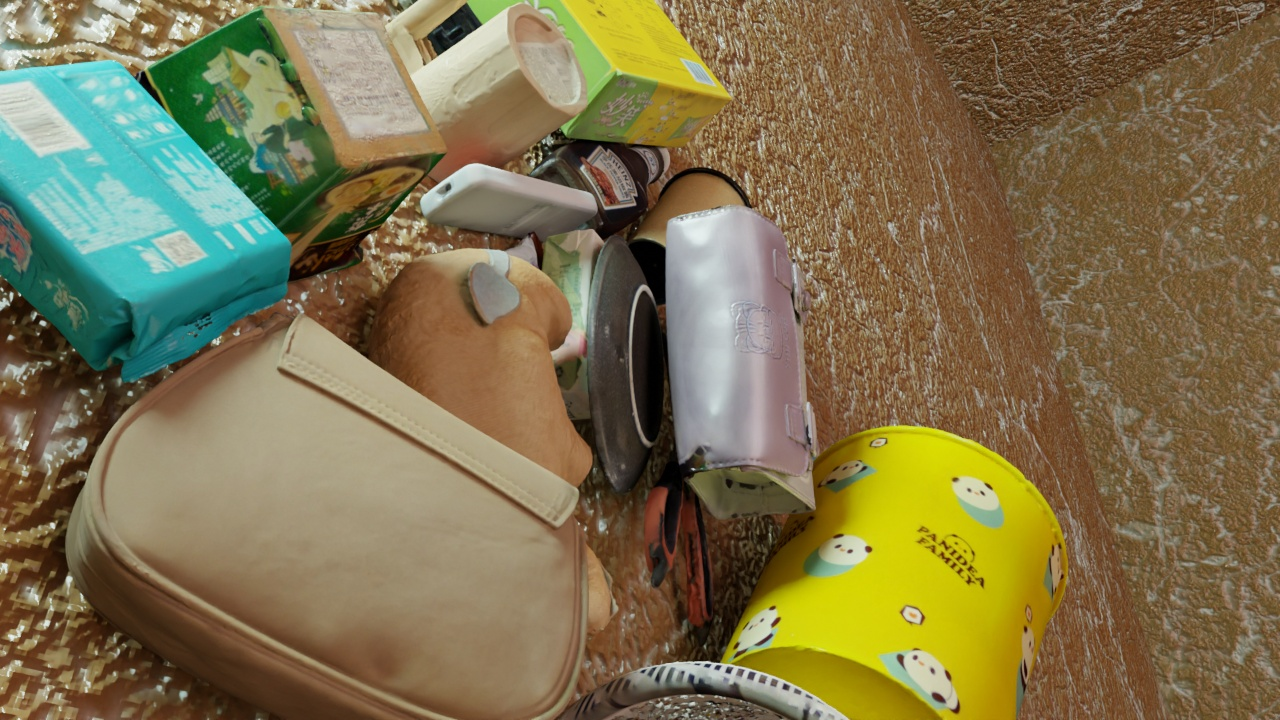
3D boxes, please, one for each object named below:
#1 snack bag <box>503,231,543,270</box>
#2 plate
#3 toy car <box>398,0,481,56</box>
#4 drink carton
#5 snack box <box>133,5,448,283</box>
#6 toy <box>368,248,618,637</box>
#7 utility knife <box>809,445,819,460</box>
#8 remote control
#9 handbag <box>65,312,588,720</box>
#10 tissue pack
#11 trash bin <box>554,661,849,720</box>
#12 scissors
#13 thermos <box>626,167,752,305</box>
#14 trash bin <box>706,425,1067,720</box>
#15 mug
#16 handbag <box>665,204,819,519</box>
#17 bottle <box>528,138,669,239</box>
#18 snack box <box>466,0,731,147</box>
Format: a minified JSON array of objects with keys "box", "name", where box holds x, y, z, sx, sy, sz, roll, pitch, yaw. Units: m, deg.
[{"box":[-0.090,-0.057,0.615,0.105,0.026,0.045,-37,113,-62],"name":"snack bag"},{"box":[-0.004,0.004,0.636,0.179,0.024,0.179,0,89,-77],"name":"plate"},{"box":[-0.136,-0.240,0.656,0.090,0.043,0.034,55,5,-23],"name":"toy car"},{"box":[-0.045,-0.024,0.627,0.053,0.046,0.122,46,42,-56],"name":"drink carton"},{"box":[-0.166,-0.111,0.454,0.118,0.106,0.117,64,30,-5],"name":"snack box"},{"box":[-0.079,0.045,0.509,0.143,0.083,0.225,-2,73,-40],"name":"toy"},{"box":[0.172,0.102,0.923,0.214,0.018,0.034,56,34,-20],"name":"utility knife"},{"box":[-0.086,-0.106,0.626,0.135,0.056,0.020,-1,68,-57],"name":"remote control"},{"box":[-0.121,0.079,0.390,0.204,0.100,0.147,35,44,-15],"name":"handbag"},{"box":[-0.214,-0.059,0.372,0.133,0.050,0.093,46,32,-2],"name":"tissue pack"},{"box":[0.062,0.269,0.472,0.192,0.228,0.227,30,45,-63],"name":"trash bin"},{"box":[0.030,0.093,0.660,0.226,0.015,0.189,-71,149,-57],"name":"scissors"},{"box":[0.038,-0.106,0.795,0.093,0.093,0.142,58,38,-14],"name":"thermos"},{"box":[0.181,0.206,0.680,0.229,0.230,0.254,61,36,-9],"name":"trash bin"},{"box":[-0.107,-0.191,0.606,0.084,0.104,0.124,-25,92,-60],"name":"mug"},{"box":[0.076,0.004,0.676,0.145,0.099,0.196,38,47,-57],"name":"handbag"},{"box":[-0.024,-0.152,0.770,0.080,0.044,0.194,58,30,-8],"name":"bottle"},{"box":[-0.030,-0.264,0.775,0.157,0.070,0.209,54,29,10],"name":"snack box"}]
